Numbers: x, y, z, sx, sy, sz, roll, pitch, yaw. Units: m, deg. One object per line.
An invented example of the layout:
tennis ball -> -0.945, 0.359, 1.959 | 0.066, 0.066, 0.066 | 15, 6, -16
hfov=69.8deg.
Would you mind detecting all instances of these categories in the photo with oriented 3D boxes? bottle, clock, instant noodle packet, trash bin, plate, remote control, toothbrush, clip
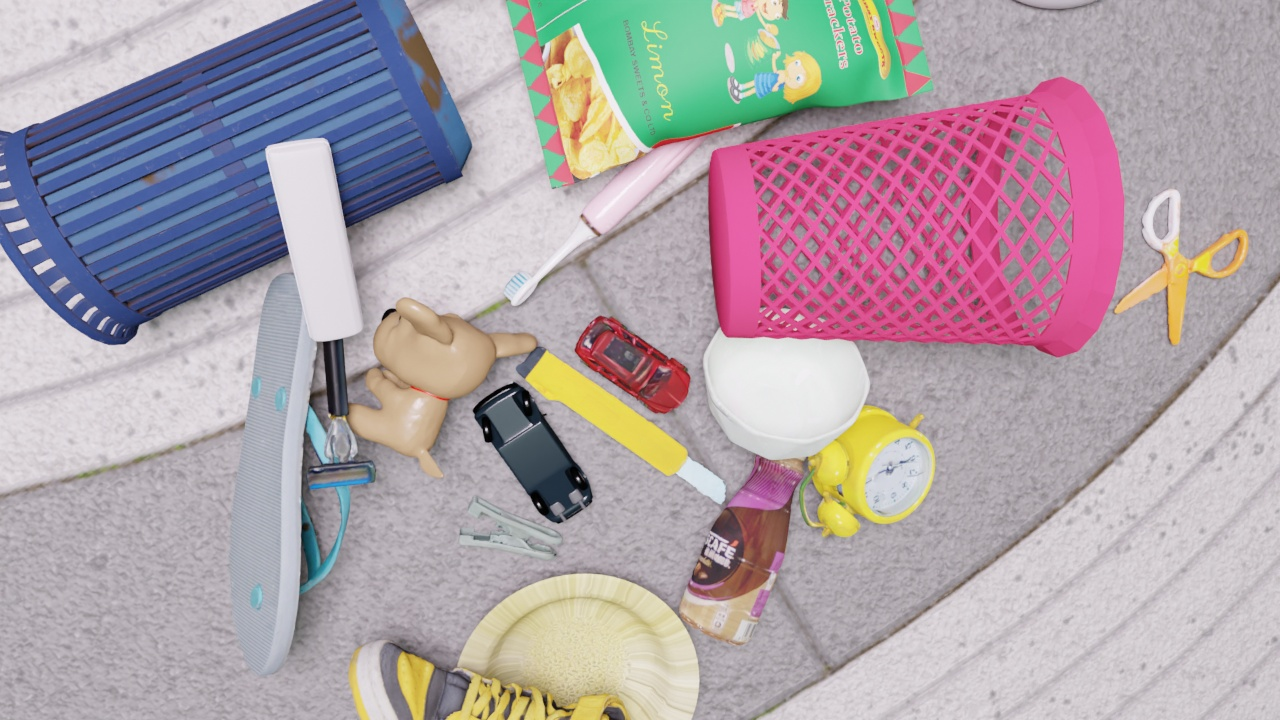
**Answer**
bottle -> 0.086, 0.128, 0.696 | 0.059, 0.060, 0.166 | 24, 88, -12
clock -> 0.165, 0.084, 0.689 | 0.118, 0.057, 0.083 | -24, 115, -19
instant noodle packet -> 0.041, -0.237, 0.594 | 0.253, 0.090, 0.195 | -14, 89, 4
trash bin -> -0.238, -0.125, 0.561 | 0.249, 0.139, 0.139 | -26, 103, -5
plate -> -0.049, 0.244, 0.708 | 0.184, 0.036, 0.184 | -1, 101, -8
remote control -> -0.187, -0.066, 0.534 | 0.033, 0.012, 0.131 | -14, 133, -19
toothbrush -> -0.013, -0.118, 0.650 | 0.222, 0.027, 0.026 | -43, 68, 1
clip -> -0.101, 0.136, 0.688 | 0.078, 0.023, 0.050 | 34, 96, -11

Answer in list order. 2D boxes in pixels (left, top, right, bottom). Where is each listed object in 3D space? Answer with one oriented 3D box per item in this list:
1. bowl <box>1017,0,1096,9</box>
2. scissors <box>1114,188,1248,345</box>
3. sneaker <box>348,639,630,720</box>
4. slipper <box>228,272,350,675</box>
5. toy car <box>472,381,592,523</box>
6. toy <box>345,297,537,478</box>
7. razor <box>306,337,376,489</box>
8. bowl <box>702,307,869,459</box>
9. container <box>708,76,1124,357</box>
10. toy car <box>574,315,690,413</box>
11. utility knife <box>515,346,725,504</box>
bowl -> 0.310, -0.342, 0.636 | 0.176, 0.066, 0.177 | -1, 101, -8
scissors -> 0.426, -0.079, 0.731 | 0.125, 0.011, 0.128 | -34, 102, -3
sneaker -> -0.085, 0.263, 0.640 | 0.122, 0.086, 0.238 | -36, 107, 6
slipper -> -0.240, 0.076, 0.633 | 0.054, 0.098, 0.268 | 3, 91, -46
toy car -> -0.078, 0.068, 0.672 | 0.046, 0.034, 0.112 | -33, 104, -1
toy -> -0.147, 0.011, 0.625 | 0.106, 0.134, 0.108 | 32, 97, 29
razor -> -0.196, 0.009, 0.591 | 0.042, 0.022, 0.144 | -4, 89, -15
bowl -> 0.100, 0.024, 0.664 | 0.117, 0.117, 0.061 | -5, 144, -8
container -> 0.164, -0.087, 0.618 | 0.226, 0.183, 0.183 | -4, 101, 0
toy car -> -0.004, 0.004, 0.672 | 0.091, 0.036, 0.042 | 35, 93, -18
utility knife -> -0.010, 0.052, 0.687 | 0.191, 0.018, 0.030 | 36, 98, -10
